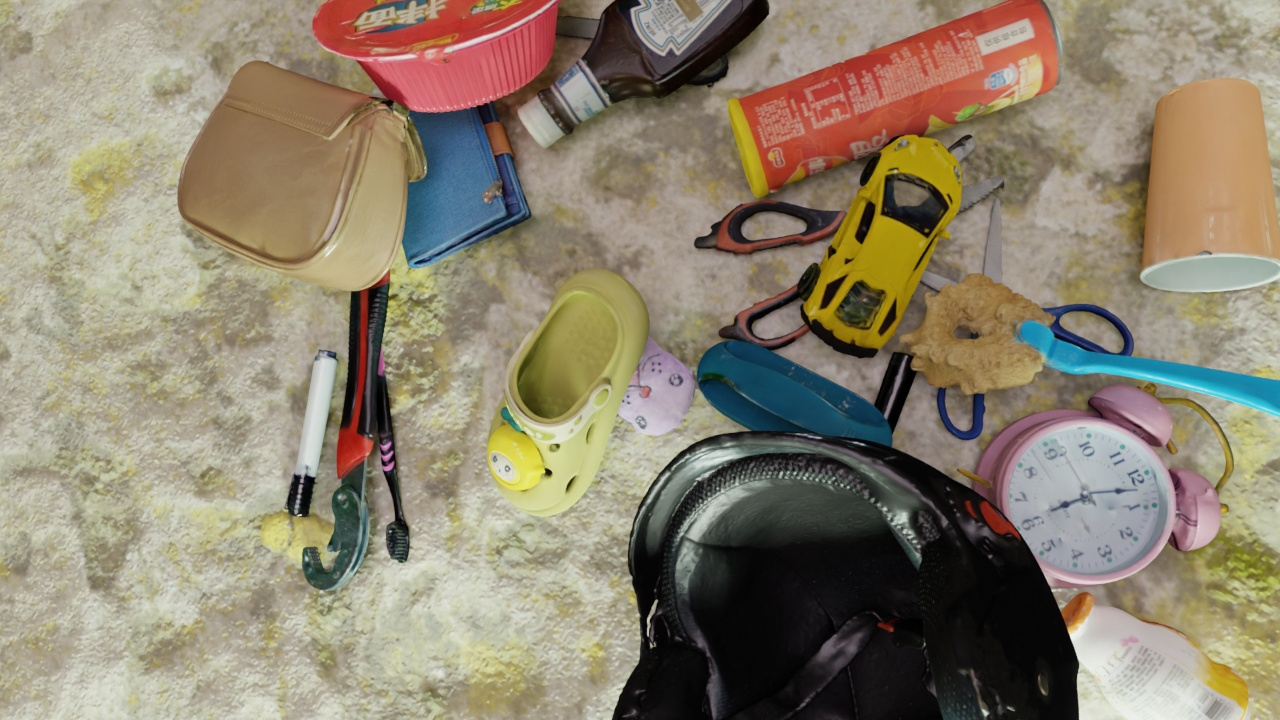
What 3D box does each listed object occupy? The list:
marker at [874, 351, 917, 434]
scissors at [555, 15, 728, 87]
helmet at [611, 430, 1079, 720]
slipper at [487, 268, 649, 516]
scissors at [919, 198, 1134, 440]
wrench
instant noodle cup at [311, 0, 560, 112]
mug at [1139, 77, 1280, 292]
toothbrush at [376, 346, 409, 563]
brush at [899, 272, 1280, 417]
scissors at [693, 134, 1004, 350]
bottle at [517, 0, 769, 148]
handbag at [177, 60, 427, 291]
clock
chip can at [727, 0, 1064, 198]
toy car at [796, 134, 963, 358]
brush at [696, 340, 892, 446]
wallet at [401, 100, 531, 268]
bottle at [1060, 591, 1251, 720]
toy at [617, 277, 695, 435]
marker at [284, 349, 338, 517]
[{"bbox_3d":[0.161,0.057,0.634,0.022,0.020,0.132,22,88,-23],"label":"marker"},{"bbox_3d":[-0.009,-0.262,0.711,0.137,0.014,0.174,-45,75,4],"label":"scissors"},{"bbox_3d":[0.118,0.161,0.523,0.234,0.229,0.274,-29,81,32],"label":"helmet"},{"bbox_3d":[-0.064,0.024,0.629,0.091,0.081,0.191,36,112,25],"label":"slipper"},{"bbox_3d":[0.250,-0.028,0.631,0.162,0.012,0.172,6,83,15],"label":"scissors"},{"bbox_3d":[-0.219,0.039,0.704,0.056,0.016,0.273,4,85,26],"label":"wrench"},{"bbox_3d":[-0.134,-0.243,0.673,0.194,0.066,0.193,-7,45,7],"label":"instant noodle cup"},{"bbox_3d":[0.366,-0.112,0.590,0.078,0.078,0.122,4,79,11],"label":"mug"},{"bbox_3d":[-0.196,0.061,0.704,0.014,0.017,0.189,-13,80,15],"label":"toothbrush"},{"bbox_3d":[0.287,0.002,0.560,0.255,0.046,0.083,16,67,31],"label":"brush"},{"bbox_3d":[0.142,-0.092,0.657,0.216,0.015,0.195,17,87,13],"label":"scissors"},{"bbox_3d":[-0.003,-0.227,0.675,0.195,0.044,0.080,-34,76,9],"label":"bottle"},{"bbox_3d":[-0.251,-0.136,0.689,0.205,0.099,0.148,24,94,31],"label":"handbag"},{"bbox_3d":[0.295,0.080,0.585,0.158,0.060,0.117,-26,79,5],"label":"clock"},{"bbox_3d":[0.171,-0.183,0.634,0.217,0.073,0.073,-19,80,8],"label":"chip can"},{"bbox_3d":[0.163,-0.078,0.618,0.071,0.041,0.156,26,97,-9],"label":"toy car"},{"bbox_3d":[0.099,0.029,0.613,0.144,0.073,0.055,29,87,25],"label":"brush"},{"bbox_3d":[-0.150,-0.149,0.709,0.106,0.040,0.133,-23,76,13],"label":"wallet"},{"bbox_3d":[0.312,0.190,0.566,0.108,0.063,0.063,37,91,12],"label":"bottle"},{"bbox_3d":[-0.004,0.004,0.660,0.084,0.038,0.108,-45,77,18],"label":"toy"},{"bbox_3d":[-0.257,0.056,0.715,0.023,0.018,0.130,6,85,21],"label":"marker"}]
